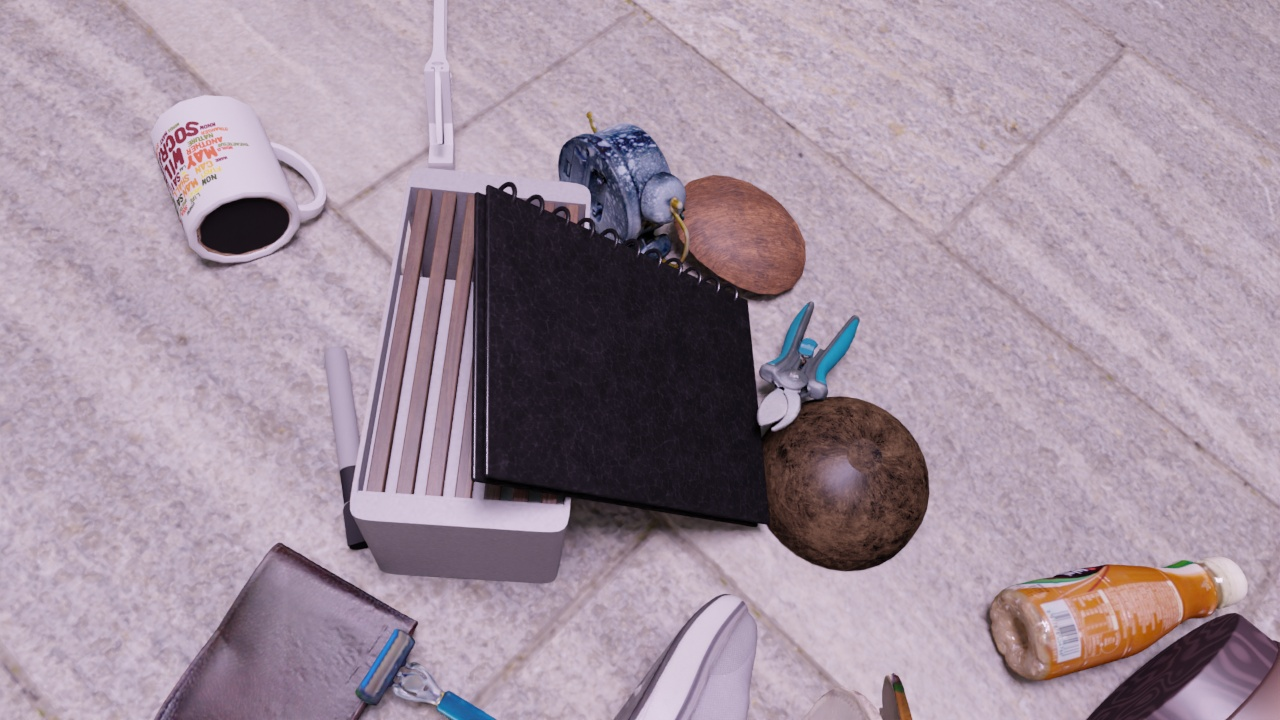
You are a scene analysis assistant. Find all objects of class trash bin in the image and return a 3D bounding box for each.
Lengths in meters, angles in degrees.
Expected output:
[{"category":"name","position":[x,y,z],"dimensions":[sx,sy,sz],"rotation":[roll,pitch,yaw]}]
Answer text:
[{"category":"trash bin","position":[-0.098,0.010,0.579],"dimensions":[0.114,0.115,0.228],"rotation":[5,63,-6]}]

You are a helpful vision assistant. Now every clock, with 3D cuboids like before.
[{"category":"clock","position":[-0.010,-0.118,0.671],"dimensions":[0.052,0.090,0.129],"rotation":[-28,67,-26]}]

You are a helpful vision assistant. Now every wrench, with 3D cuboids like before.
[{"category":"wrench","position":[-0.160,-0.255,0.740],"dimensions":[0.018,0.087,0.272],"rotation":[-2,53,-9]}]

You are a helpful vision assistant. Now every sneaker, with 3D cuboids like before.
[{"category":"sneaker","position":[0.033,0.232,0.465],"dimensions":[0.129,0.097,0.262],"rotation":[32,38,3]}]

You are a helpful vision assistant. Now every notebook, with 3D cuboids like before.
[{"category":"notebook","position":[-0.003,0.003,0.547],"dimensions":[0.231,0.019,0.169],"rotation":[18,61,-44]}]

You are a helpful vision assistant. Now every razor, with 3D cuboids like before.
[{"category":"razor","position":[-0.091,0.209,0.527],"dimensions":[0.144,0.022,0.042],"rotation":[33,70,-3]}]

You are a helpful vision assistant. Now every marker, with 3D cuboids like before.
[{"category":"marker","position":[-0.192,0.054,0.600],"dimensions":[0.016,0.016,0.140],"rotation":[-10,65,-13]}]

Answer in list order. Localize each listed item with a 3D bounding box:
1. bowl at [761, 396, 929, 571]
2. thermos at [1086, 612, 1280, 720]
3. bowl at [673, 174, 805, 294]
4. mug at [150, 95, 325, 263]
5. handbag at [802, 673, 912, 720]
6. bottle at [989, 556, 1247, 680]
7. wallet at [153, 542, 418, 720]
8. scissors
[{"category":"bowl","position":[0.140,0.074,0.613],"dimensions":[0.121,0.056,0.121],"rotation":[3,63,-6]},{"category":"thermos","position":[0.367,0.267,0.493],"dimensions":[0.172,0.173,0.226],"rotation":[-32,66,-21]},{"category":"bowl","position":[0.081,-0.103,0.695],"dimensions":[0.114,0.026,0.101],"rotation":[33,52,-3]},{"category":"mug","position":[-0.280,-0.128,0.654],"dimensions":[0.105,0.074,0.089],"rotation":[-10,62,-41]},{"category":"handbag","position":[0.123,0.253,0.427],"dimensions":[0.093,0.200,0.200],"rotation":[-1,29,-6]},{"category":"bottle","position":[0.312,0.159,0.592],"dimensions":[0.167,0.059,0.059],"rotation":[-10,65,-13]},{"category":"wallet","position":[-0.203,0.181,0.530],"dimensions":[0.099,0.031,0.119],"rotation":[28,69,5]},{"category":"scissors","position":[0.112,-0.001,0.644],"dimensions":[0.132,0.019,0.148],"rotation":[-10,41,-18]}]
